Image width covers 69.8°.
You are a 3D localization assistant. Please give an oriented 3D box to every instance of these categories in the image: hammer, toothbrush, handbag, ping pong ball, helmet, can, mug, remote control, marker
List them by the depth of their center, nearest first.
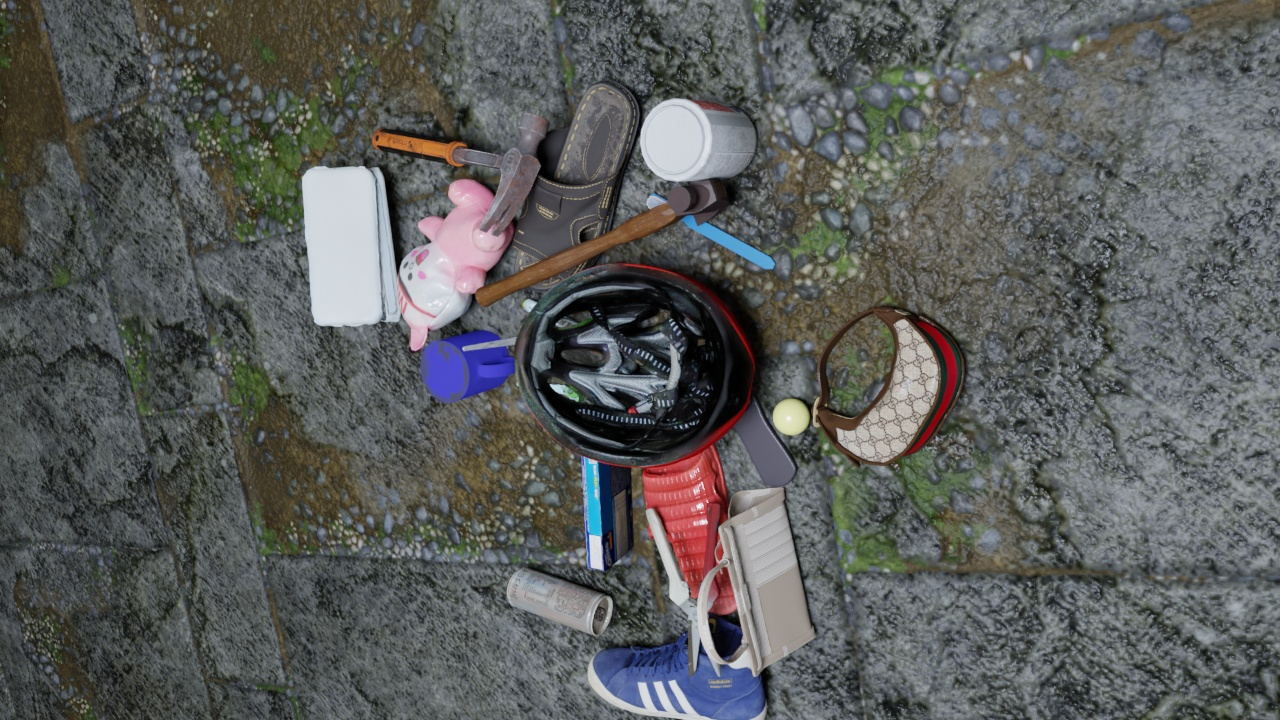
[{"bbox_3d":[0.063,-0.223,0.934,0.078,0.135,0.078,7,104,28],"label":"can"},{"bbox_3d":[0.244,0.028,0.942,0.138,0.063,0.167,42,123,34],"label":"handbag"},{"bbox_3d":[0.112,0.250,0.976,0.062,0.197,0.175,-10,96,31],"label":"handbag"},{"bbox_3d":[0.164,0.061,0.996,0.040,0.040,0.040,7,104,28],"label":"ping pong ball"},{"bbox_3d":[-0.006,0.006,1.004,0.272,0.166,0.217,10,91,20],"label":"helmet"},{"bbox_3d":[-0.051,-0.124,1.009,0.324,0.115,0.033,-20,89,27],"label":"hammer"},{"bbox_3d":[0.076,-0.143,1.016,0.167,0.014,0.016,32,115,19],"label":"toothbrush"},{"bbox_3d":[0.133,0.086,1.037,0.047,0.009,0.124,-33,84,31],"label":"remote control"},{"bbox_3d":[-0.145,-0.022,1.071,0.010,0.181,0.010,-24,83,34],"label":"toothbrush"},{"bbox_3d":[-0.236,-0.239,1.108,0.315,0.035,0.138,20,92,42],"label":"hammer"},{"bbox_3d":[-0.086,-0.042,1.129,0.146,0.017,0.017,26,112,23],"label":"marker"},{"bbox_3d":[-0.210,0.007,1.171,0.111,0.083,0.079,4,103,29],"label":"mug"},{"bbox_3d":[-0.107,0.313,1.198,0.136,0.054,0.054,12,106,27],"label":"can"}]

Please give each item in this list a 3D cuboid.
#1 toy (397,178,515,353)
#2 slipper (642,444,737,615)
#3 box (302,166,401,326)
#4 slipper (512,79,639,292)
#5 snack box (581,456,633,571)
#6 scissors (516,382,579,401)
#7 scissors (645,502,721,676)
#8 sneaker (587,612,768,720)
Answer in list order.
[{"bbox_3d":[-0.241,-0.117,1.157,0.214,0.084,0.142,-49,51,24],"label":"toy"},{"bbox_3d":[0.057,0.190,1.076,0.104,0.059,0.249,-12,96,31],"label":"slipper"},{"bbox_3d":[-0.391,-0.148,1.201,0.107,0.124,0.215,6,105,54],"label":"box"},{"bbox_3d":[-0.084,-0.194,1.059,0.113,0.075,0.268,36,116,19],"label":"slipper"},{"bbox_3d":[-0.039,0.171,1.112,0.027,0.082,0.150,3,102,27],"label":"snack box"},{"bbox_3d":[-0.081,0.035,1.148,0.168,0.023,0.171,-27,89,37],"label":"scissors"},{"bbox_3d":[0.058,0.244,1.028,0.179,0.015,0.187,39,105,23],"label":"scissors"},{"bbox_3d":[0.035,0.354,1.095,0.233,0.091,0.118,9,121,26],"label":"sneaker"}]
